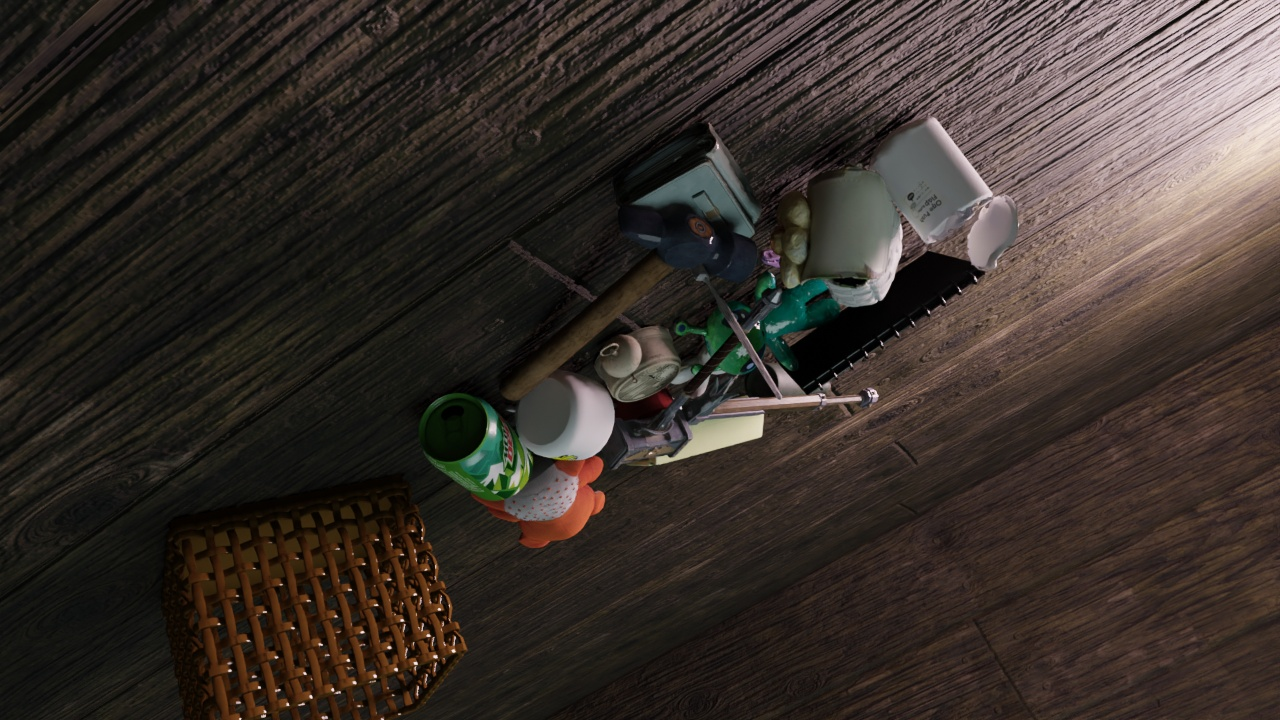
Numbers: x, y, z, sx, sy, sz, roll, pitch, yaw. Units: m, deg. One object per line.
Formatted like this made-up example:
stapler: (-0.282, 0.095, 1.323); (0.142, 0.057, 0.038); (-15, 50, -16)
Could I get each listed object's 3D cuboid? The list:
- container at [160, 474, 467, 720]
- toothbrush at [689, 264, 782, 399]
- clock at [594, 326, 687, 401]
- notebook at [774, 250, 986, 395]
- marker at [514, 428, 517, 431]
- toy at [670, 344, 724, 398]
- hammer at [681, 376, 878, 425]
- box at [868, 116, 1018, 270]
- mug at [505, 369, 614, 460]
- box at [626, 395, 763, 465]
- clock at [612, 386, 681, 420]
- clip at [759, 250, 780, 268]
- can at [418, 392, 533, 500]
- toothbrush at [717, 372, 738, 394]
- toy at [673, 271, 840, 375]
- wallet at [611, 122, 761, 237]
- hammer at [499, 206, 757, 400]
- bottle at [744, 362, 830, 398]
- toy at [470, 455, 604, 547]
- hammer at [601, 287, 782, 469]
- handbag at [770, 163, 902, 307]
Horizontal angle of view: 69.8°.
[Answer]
container: (-0.369, 0.291, 1.013); (0.251, 0.214, 0.220); (-8, 150, -34)
toothbrush: (0.084, -0.034, 0.856); (0.010, 0.181, 0.010); (-1, 140, -38)
clock: (-0.006, 0.005, 0.998); (0.093, 0.054, 0.140); (-33, 157, 14)
notebook: (0.270, -0.048, 1.067); (0.231, 0.019, 0.169); (-35, -169, 5)
marker: (-0.117, 0.075, 1.077); (0.141, 0.013, 0.013); (-20, 155, -14)
toy: (0.094, -0.004, 1.099); (0.126, 0.037, 0.076); (-36, 150, 14)
hammer: (0.186, 0.058, 1.183); (0.316, 0.028, 0.147); (-2, 154, -33)
box: (0.292, -0.151, 0.862); (0.091, 0.159, 0.081); (-20, 163, -39)
mug: (-0.091, 0.058, 0.987); (0.116, 0.094, 0.068); (3, 172, 34)
box: (0.084, 0.110, 1.292); (0.187, 0.061, 0.134); (-10, 153, -32)
clock: (0.005, 0.067, 1.142); (0.087, 0.044, 0.124); (-29, 155, 5)
clip: (0.145, -0.107, 0.977); (0.050, 0.014, 0.046); (-21, 158, -20)
can: (-0.173, 0.093, 0.973); (0.083, 0.083, 0.144); (-26, 155, 0)
toothbrush: (0.120, 0.009, 1.169); (0.024, 0.022, 0.186); (19, 142, -8)
toy: (0.135, -0.042, 1.034); (0.193, 0.072, 0.131); (-24, 117, -11)
wallet: (0.042, -0.136, 0.779); (0.100, 0.054, 0.131); (-33, 150, 13)
hammer: (-0.045, -0.037, 0.848); (0.129, 0.040, 0.323); (13, 146, -34)
bottle: (0.213, 0.034, 1.268); (0.173, 0.055, 0.055); (4, 142, -49)
toy: (-0.120, 0.172, 1.187); (0.163, 0.092, 0.172); (-28, 143, -4)
hammer: (0.063, 0.020, 0.984); (0.098, 0.044, 0.323); (-7, 151, -33)
handbag: (0.191, -0.112, 0.897); (0.123, 0.112, 0.171); (1, 175, 20)
